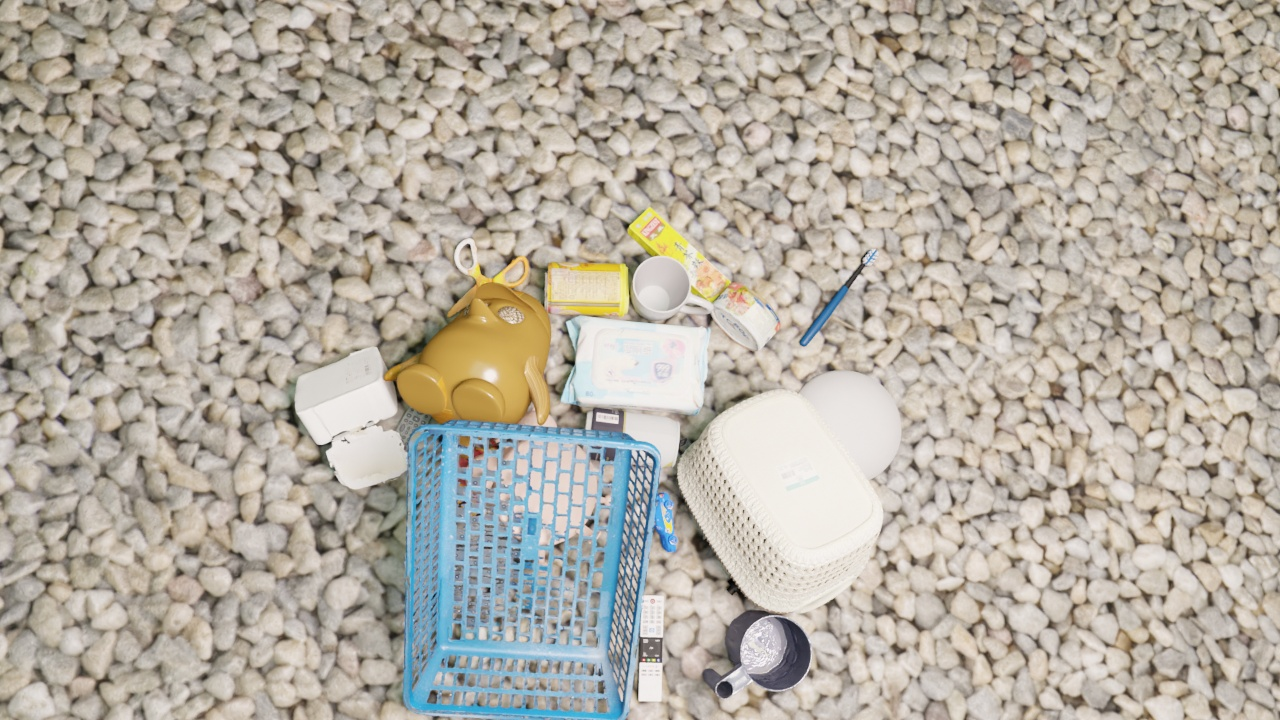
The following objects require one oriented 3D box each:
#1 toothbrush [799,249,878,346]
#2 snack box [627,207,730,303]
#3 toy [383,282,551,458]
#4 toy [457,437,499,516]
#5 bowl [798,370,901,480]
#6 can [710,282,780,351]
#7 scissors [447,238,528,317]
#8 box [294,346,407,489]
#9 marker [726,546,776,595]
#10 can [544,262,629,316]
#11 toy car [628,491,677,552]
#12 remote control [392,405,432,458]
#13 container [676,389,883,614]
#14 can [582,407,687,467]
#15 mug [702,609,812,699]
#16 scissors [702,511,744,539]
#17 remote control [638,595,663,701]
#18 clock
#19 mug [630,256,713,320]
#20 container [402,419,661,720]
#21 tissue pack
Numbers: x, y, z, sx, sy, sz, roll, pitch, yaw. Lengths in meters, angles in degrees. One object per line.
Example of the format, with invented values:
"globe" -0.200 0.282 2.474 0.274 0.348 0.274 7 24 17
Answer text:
"toothbrush" 0.263 -0.084 1.218 0.014 0.014 0.167 41 78 -9
"snack box" 0.050 -0.135 1.198 0.148 0.029 0.040 43 78 3
"toy" -0.175 -0.010 1.080 0.199 0.163 0.202 14 44 13
"toy" -0.187 0.145 1.120 0.084 0.046 0.103 32 82 -16
"bowl" 0.268 0.083 1.175 0.149 0.043 0.149 1 80 -6
"can" 0.132 -0.055 1.163 0.086 0.086 0.043 42 79 2
"scissors" -0.204 -0.102 1.175 0.125 0.011 0.127 -42 89 -10
"box" -0.333 0.079 1.100 0.108 0.126 0.137 -24 124 -6
"marker" 0.156 0.245 1.138 0.126 0.025 0.025 -43 87 -4
"can" -0.068 -0.090 1.159 0.105 0.068 0.067 1 80 -5
"toy car" 0.009 0.193 1.132 0.062 0.033 0.092 -4 80 -13
"remote control" -0.272 0.062 1.139 0.033 0.013 0.136 27 79 -1
"container" 0.164 0.155 1.067 0.184 0.143 0.246 -24 65 -20
"can" -0.006 0.097 1.134 0.127 0.064 0.064 8 79 -4
"mug" 0.132 0.350 1.083 0.123 0.104 0.084 -33 85 -10
"scissors" 0.152 0.182 1.162 0.173 0.014 0.141 -36 83 -9
"remote control" 0.013 0.350 1.118 0.028 0.012 0.124 3 80 -5
"clock" -0.116 0.151 1.087 0.130 0.086 0.160 -42 99 -24
"mug" 0.038 -0.079 1.156 0.107 0.089 0.071 20 79 -2
"container" -0.124 0.227 1.015 0.257 0.089 0.363 5 111 -5
"tissue pack" -0.007 0.007 1.147 0.182 0.070 0.112 5 80 -4
